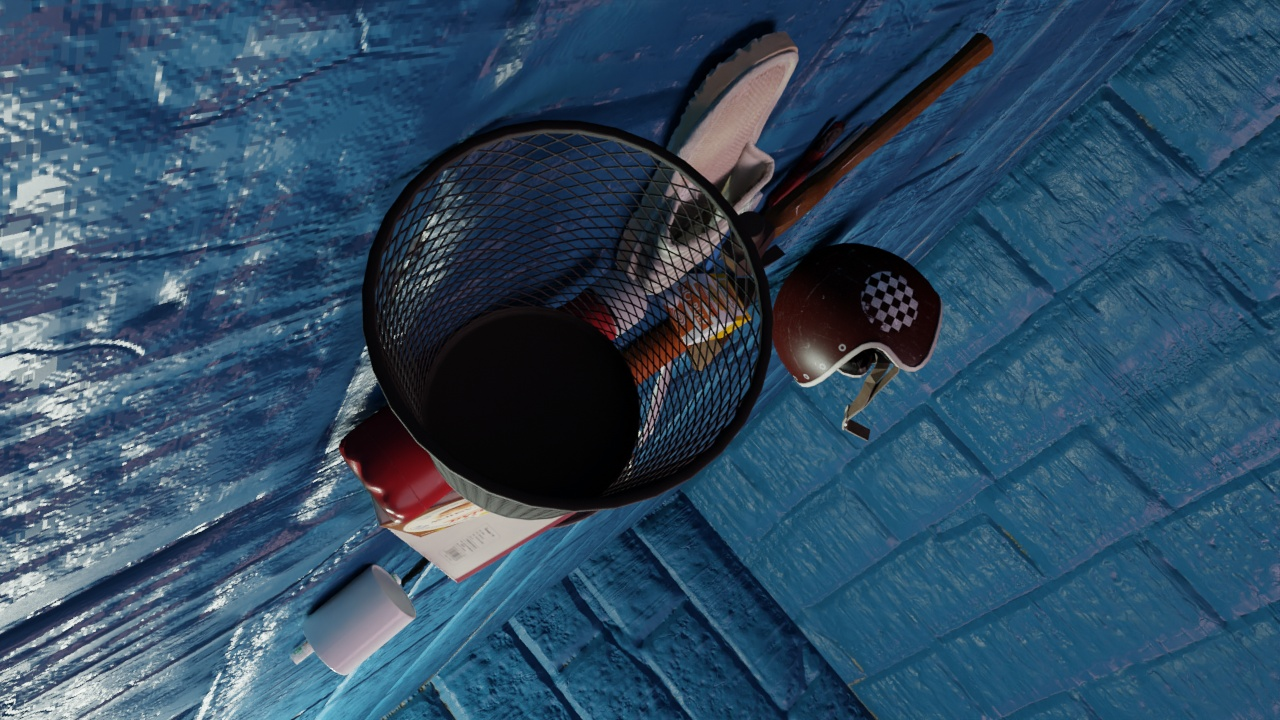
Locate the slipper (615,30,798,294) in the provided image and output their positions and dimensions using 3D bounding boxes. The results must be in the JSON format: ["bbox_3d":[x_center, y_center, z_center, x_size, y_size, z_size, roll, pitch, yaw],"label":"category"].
[{"bbox_3d":[0.046,-0.121,0.653,0.114,0.054,0.273,-41,170,-28],"label":"slipper"}]

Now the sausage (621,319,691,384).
[{"bbox_3d":[-0.006,0.006,0.998,0.164,0.039,0.045,-36,168,-24],"label":"sausage"}]

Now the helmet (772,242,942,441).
[{"bbox_3d":[0.312,-0.042,1.325,0.233,0.253,0.233,-64,-172,-8],"label":"helmet"}]

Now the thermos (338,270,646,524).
[{"bbox_3d":[-0.093,0.015,0.648,0.239,0.073,0.073,-38,169,-18],"label":"thermos"}]

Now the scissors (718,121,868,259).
[{"bbox_3d":[0.159,-0.175,0.909,0.179,0.015,0.199,-36,168,-24],"label":"scissors"}]

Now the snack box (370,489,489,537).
[{"bbox_3d":[-0.146,0.108,0.800,0.143,0.041,0.147,-19,167,-5],"label":"snack box"}]

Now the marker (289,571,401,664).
[{"bbox_3d":[-0.344,0.301,1.074,0.145,0.017,0.017,-38,169,-16],"label":"marker"}]

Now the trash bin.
[{"bbox_3d":[-0.049,0.004,0.508,0.183,0.184,0.210,-37,174,-19],"label":"trash bin"}]

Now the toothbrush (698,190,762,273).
[{"bbox_3d":[0.083,-0.118,0.877,0.016,0.014,0.167,-36,169,-23],"label":"toothbrush"}]

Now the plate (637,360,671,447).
[{"bbox_3d":[0.021,0.046,1.135,0.134,0.011,0.134,144,-37,-90],"label":"plate"}]

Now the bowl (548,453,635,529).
[{"bbox_3d":[-0.085,0.111,0.993,0.144,0.067,0.145,-18,139,-17],"label":"bowl"}]

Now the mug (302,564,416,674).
[{"bbox_3d":[-0.302,0.272,0.992,0.090,0.074,0.110,-40,-165,-7],"label":"mug"}]

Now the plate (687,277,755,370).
[{"bbox_3d":[0.090,-0.047,1.057,0.131,0.025,0.131,-57,-175,7],"label":"plate"}]

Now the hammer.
[{"bbox_3d":[0.203,-0.194,0.858,0.323,0.033,0.115,-41,167,-4],"label":"hammer"}]

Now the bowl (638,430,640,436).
[{"bbox_3d":[-0.063,0.100,1.116,0.115,0.062,0.115,-39,169,-9],"label":"bowl"}]

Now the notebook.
[{"bbox_3d":[-0.132,0.146,0.936,0.208,0.012,0.153,-30,142,-1],"label":"notebook"}]

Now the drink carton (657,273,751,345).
[{"bbox_3d":[0.066,-0.054,0.937,0.040,0.058,0.122,-33,173,22],"label":"drink carton"}]

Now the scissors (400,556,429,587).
[{"bbox_3d":[-0.190,0.182,1.073,0.201,0.015,0.205,-43,175,-1],"label":"scissors"}]
